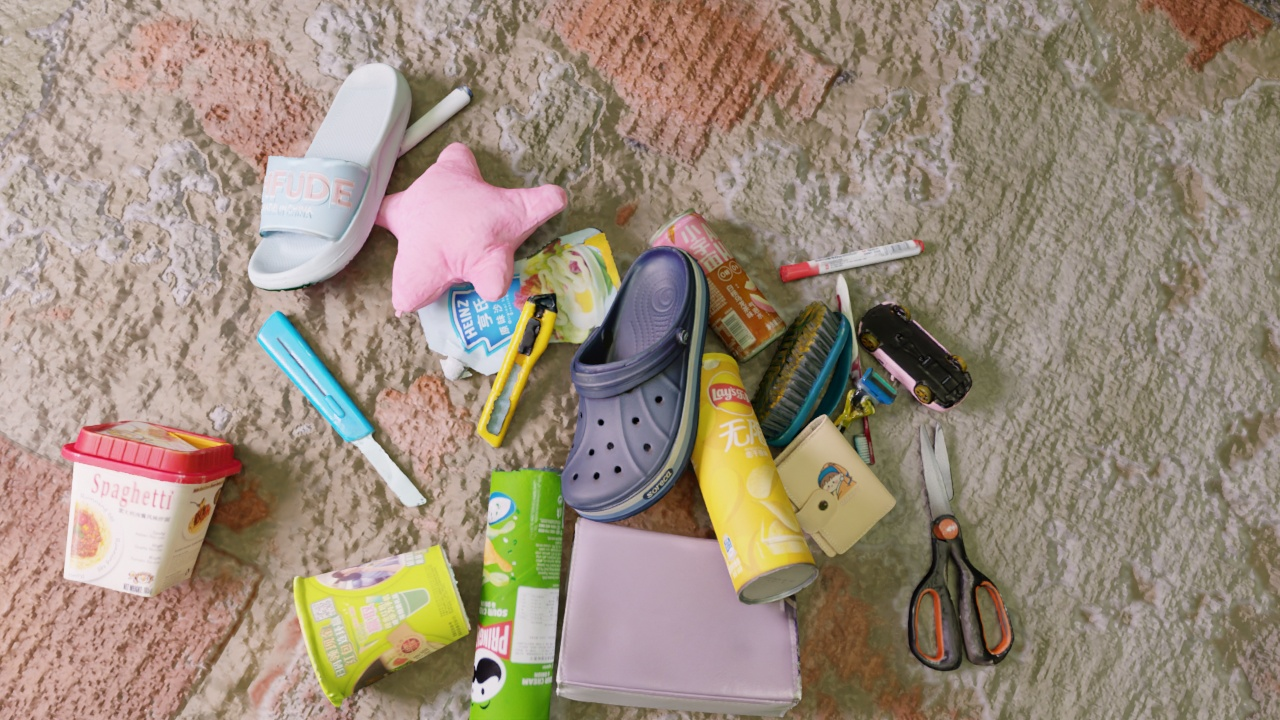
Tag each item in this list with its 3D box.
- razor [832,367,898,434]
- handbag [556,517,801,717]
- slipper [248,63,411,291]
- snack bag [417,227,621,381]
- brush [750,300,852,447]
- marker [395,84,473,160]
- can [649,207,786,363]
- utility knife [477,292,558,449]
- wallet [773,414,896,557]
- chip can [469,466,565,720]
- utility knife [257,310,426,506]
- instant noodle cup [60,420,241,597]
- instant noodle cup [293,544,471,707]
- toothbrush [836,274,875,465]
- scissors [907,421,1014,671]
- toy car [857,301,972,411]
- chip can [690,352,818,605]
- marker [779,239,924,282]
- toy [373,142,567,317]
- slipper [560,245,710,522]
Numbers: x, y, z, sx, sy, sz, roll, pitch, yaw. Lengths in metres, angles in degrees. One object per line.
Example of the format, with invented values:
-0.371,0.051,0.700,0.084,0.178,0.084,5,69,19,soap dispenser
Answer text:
0.182,0.073,0.858,0.042,0.022,0.143,37,91,-22,razor
0.031,0.221,0.787,0.197,0.099,0.144,6,63,-2,handbag
-0.286,-0.174,0.837,0.104,0.074,0.245,11,73,28,slipper
-0.111,-0.052,0.861,0.191,0.039,0.110,-17,87,-4,snack bag
0.157,0.019,0.859,0.073,0.055,0.143,34,79,-21,brush
-0.218,-0.225,0.895,0.130,0.018,0.022,-43,76,-10,marker
0.073,-0.070,0.866,0.058,0.058,0.147,-36,84,-10,can
-0.111,0.009,0.837,0.033,0.015,0.156,21,97,-8,utility knife
0.171,0.119,0.837,0.087,0.024,0.115,-43,109,-3,wallet
-0.104,0.211,0.793,0.072,0.072,0.235,4,78,-3,chip can
-0.273,0.048,0.840,0.034,0.018,0.225,-41,86,-11,utility knife
-0.417,0.123,0.773,0.116,0.116,0.124,14,91,-2,instant noodle cup
-0.212,0.213,0.771,0.123,0.112,0.111,-19,81,-15,instant noodle cup
0.203,0.008,0.883,0.017,0.016,0.187,-8,80,4,toothbrush
0.273,0.173,0.852,0.152,0.022,0.234,-27,83,-8,scissors
0.261,-0.003,0.879,0.056,0.037,0.122,-38,72,-14,toy car
0.082,0.097,0.788,0.072,0.072,0.213,-14,56,-7,chip can
0.208,-0.099,0.902,0.145,0.017,0.017,-12,80,-7,marker
-0.179,-0.117,0.840,0.195,0.074,0.178,27,74,26,toy
-0.006,0.012,0.784,0.105,0.095,0.252,4,71,40,slipper
